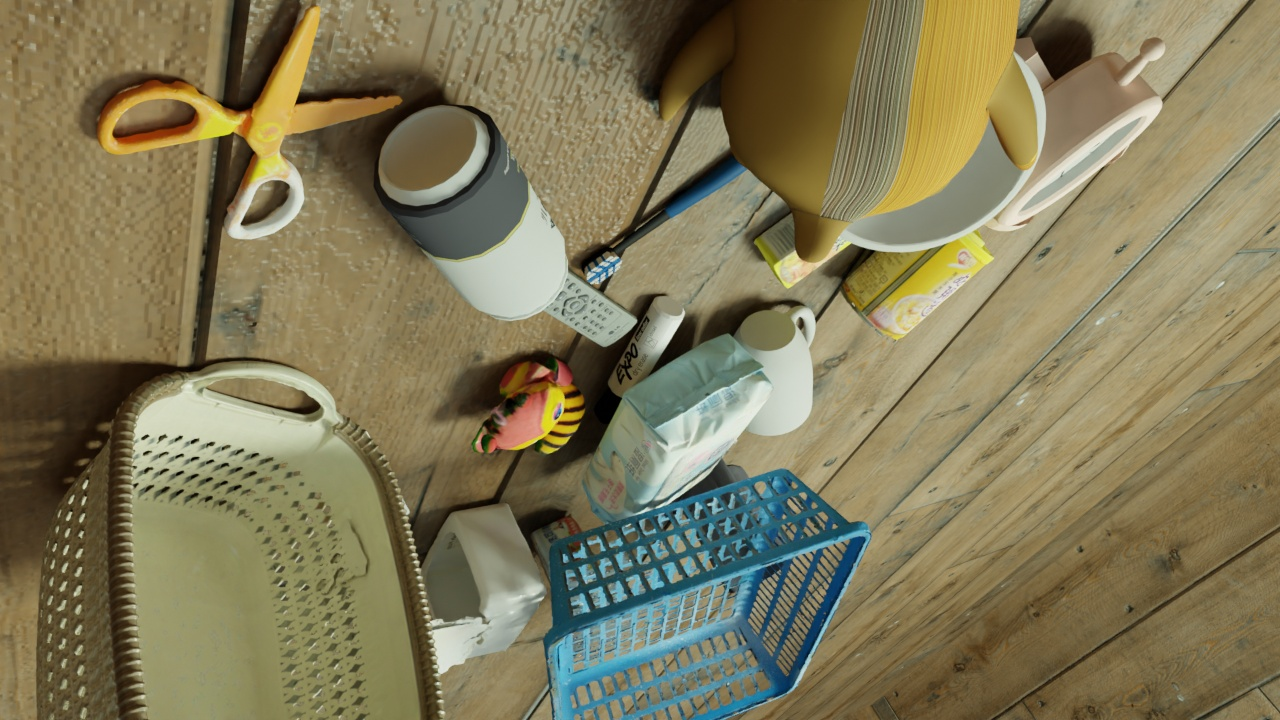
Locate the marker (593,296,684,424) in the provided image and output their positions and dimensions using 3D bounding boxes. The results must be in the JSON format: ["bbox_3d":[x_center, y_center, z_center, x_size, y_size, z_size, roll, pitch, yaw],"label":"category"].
[{"bbox_3d":[-0.004,0.004,0.685,0.025,0.025,0.126,-6,141,-36],"label":"marker"}]

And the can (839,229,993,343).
[{"bbox_3d":[0.220,-0.072,0.730,0.105,0.067,0.067,-45,147,23],"label":"can"}]

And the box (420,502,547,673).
[{"bbox_3d":[-0.160,0.197,0.732,0.136,0.126,0.109,-4,141,-35],"label":"box"}]

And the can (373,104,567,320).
[{"bbox_3d":[-0.080,-0.069,0.472,0.064,0.064,0.127,-31,150,0],"label":"can"}]

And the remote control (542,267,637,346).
[{"bbox_3d":[-0.047,-0.041,0.593,0.033,0.013,0.136,-39,149,13],"label":"remote control"}]

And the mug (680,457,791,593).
[{"bbox_3d":[0.097,0.162,0.926,0.083,0.104,0.124,-25,149,-10],"label":"mug"}]

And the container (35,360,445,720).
[{"bbox_3d":[-0.218,0.138,0.493,0.143,0.246,0.184,-34,147,22],"label":"container"}]

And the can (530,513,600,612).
[{"bbox_3d":[-0.065,0.188,0.839,0.043,0.086,0.086,-23,149,-13],"label":"can"}]

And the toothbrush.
[{"bbox_3d":[0.033,-0.102,0.574,0.168,0.014,0.014,-35,138,7],"label":"toothbrush"}]

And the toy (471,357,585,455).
[{"bbox_3d":[-0.076,0.037,0.650,0.084,0.046,0.103,-60,155,4],"label":"toy"}]

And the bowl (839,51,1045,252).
[{"bbox_3d":[0.173,-0.142,0.582,0.149,0.043,0.150,-1,131,-1],"label":"bowl"}]

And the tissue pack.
[{"bbox_3d":[0.024,0.064,0.724,0.111,0.070,0.182,-31,160,-31],"label":"tissue pack"}]

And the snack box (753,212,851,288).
[{"bbox_3d":[0.152,-0.111,0.651,0.148,0.029,0.040,-36,150,8],"label":"snack box"}]

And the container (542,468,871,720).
[{"bbox_3d":[0.033,0.234,0.804,0.257,0.089,0.363,-15,144,-15],"label":"container"}]

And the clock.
[{"bbox_3d":[0.298,-0.166,0.670,0.131,0.086,0.160,-37,158,12],"label":"clock"}]

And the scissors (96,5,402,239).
[{"bbox_3d":[-0.166,-0.098,0.406,0.125,0.011,0.128,-17,148,-20],"label":"scissors"}]

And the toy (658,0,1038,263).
[{"bbox_3d":[0.110,-0.171,0.435,0.199,0.162,0.204,11,143,7],"label":"toy"}]

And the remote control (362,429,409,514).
[{"bbox_3d":[-0.191,0.084,0.648,0.028,0.011,0.124,-23,149,-14],"label":"remote control"}]

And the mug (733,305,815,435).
[{"bbox_3d":[0.114,-0.006,0.747,0.107,0.071,0.089,-48,149,-28],"label":"mug"}]
